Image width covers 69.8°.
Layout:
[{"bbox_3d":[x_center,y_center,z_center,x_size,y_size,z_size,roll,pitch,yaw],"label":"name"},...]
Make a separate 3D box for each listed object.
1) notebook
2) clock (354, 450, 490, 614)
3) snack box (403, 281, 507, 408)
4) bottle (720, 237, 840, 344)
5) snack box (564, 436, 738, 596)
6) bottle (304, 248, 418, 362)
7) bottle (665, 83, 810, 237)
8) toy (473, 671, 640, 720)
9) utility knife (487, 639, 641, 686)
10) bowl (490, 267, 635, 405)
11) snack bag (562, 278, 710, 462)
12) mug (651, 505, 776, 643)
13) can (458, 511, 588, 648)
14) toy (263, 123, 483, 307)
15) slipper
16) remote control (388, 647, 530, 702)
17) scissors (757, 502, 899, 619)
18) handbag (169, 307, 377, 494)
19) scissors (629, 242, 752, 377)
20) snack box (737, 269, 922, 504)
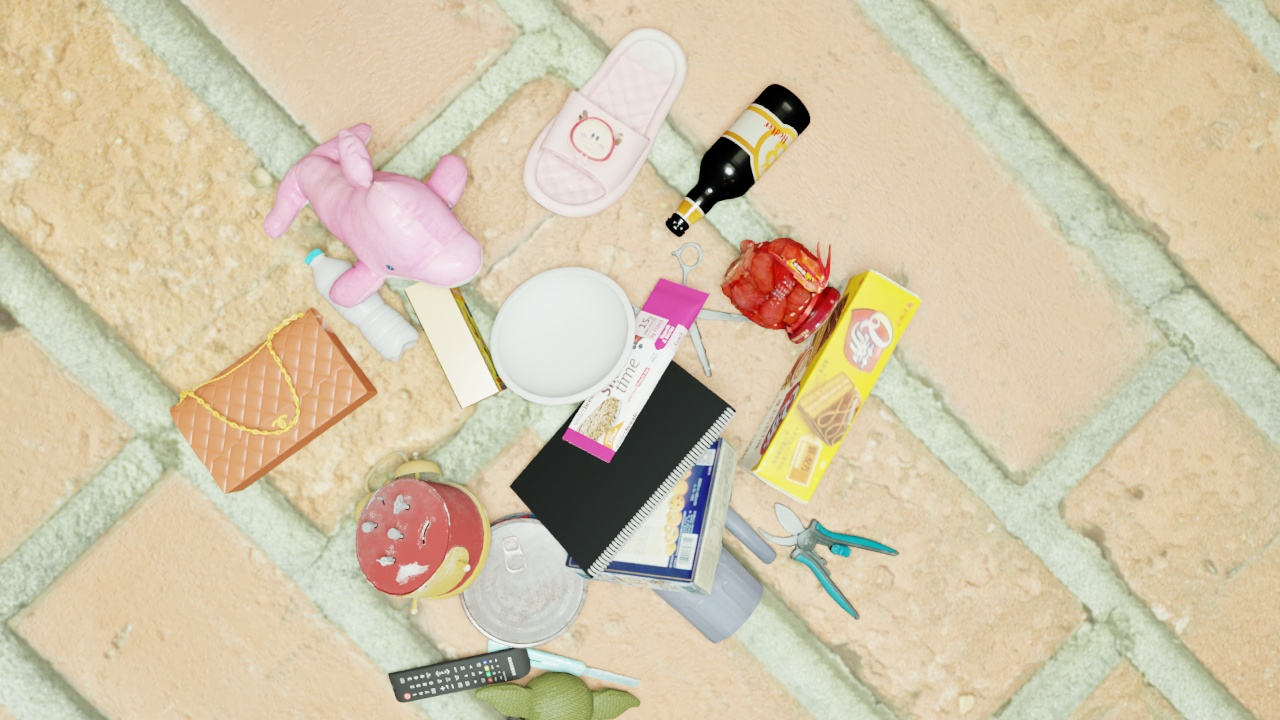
[{"bbox_3d":[-0.021,0.090,0.902,0.206,0.016,0.149,-49,50,-2],"label":"notebook"},{"bbox_3d":[-0.226,0.160,0.898,0.117,0.081,0.159,-40,65,10],"label":"clock"},{"bbox_3d":[-0.182,-0.019,0.914,0.040,0.088,0.126,-26,91,-3],"label":"snack box"},{"bbox_3d":[0.143,-0.080,0.930,0.111,0.099,0.099,39,88,-5],"label":"bottle"},{"bbox_3d":[0.011,0.145,0.890,0.145,0.042,0.144,0,64,32],"label":"snack box"},{"bbox_3d":[-0.285,-0.059,0.931,0.044,0.044,0.136,-45,92,-3],"label":"bottle"},{"bbox_3d":[0.094,-0.200,0.945,0.059,0.059,0.181,43,88,-2],"label":"bottle"},{"bbox_3d":[-0.094,0.390,0.922,0.179,0.078,0.152,14,84,-27],"label":"toy"},{"bbox_3d":[-0.080,0.317,0.958,0.165,0.015,0.022,15,104,-6],"label":"utility knife"},{"bbox_3d":[-0.074,-0.019,0.930,0.150,0.043,0.149,-5,67,11],"label":"bowl"},{"bbox_3d":[-0.006,0.006,0.920,0.070,0.016,0.196,23,77,41],"label":"snack bag"},{"bbox_3d":[0.072,0.209,0.940,0.104,0.084,0.123,44,61,-3],"label":"mug"},{"bbox_3d":[-0.119,0.223,0.939,0.130,0.044,0.130,0,90,-3],"label":"can"},{"bbox_3d":[-0.253,-0.152,0.855,0.266,0.128,0.186,29,72,30],"label":"toy"},{"bbox_3d":[-0.031,-0.243,0.941,0.107,0.056,0.221,36,87,-4],"label":"slipper"},{"bbox_3d":[-0.186,0.321,0.940,0.147,0.015,0.033,-13,103,3],"label":"remote control"},{"bbox_3d":[0.199,0.212,0.970,0.155,0.019,0.124,-1,88,-1],"label":"scissors"},{"bbox_3d":[-0.372,0.039,0.921,0.172,0.060,0.109,-36,88,-3],"label":"handbag"},{"bbox_3d":[0.034,-0.054,0.965,0.175,0.014,0.141,2,87,-1],"label":"scissors"},{"bbox_3d":[0.187,0.026,0.923,0.061,0.110,0.230,30,88,-2],"label":"snack box"}]
